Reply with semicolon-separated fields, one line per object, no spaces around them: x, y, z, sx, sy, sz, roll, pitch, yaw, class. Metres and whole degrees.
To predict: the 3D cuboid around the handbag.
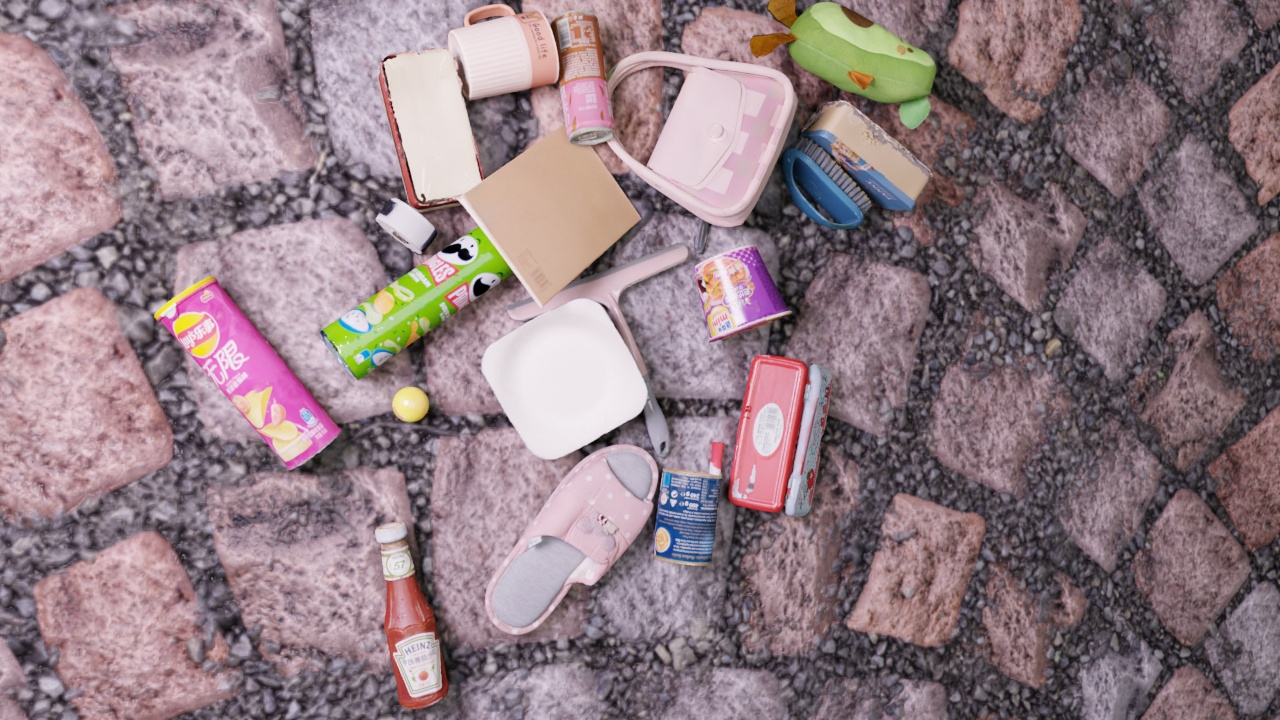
0.059;-0.289;1.131;0.234;0.093;0.193;24;88;-1;handbag

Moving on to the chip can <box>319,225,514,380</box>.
-0.241;-0.070;1.031;0.235;0.072;0.072;-37;102;-15;chip can

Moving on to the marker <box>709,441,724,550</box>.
0.093;0.178;1.183;0.017;0.017;0.145;7;88;-20;marker

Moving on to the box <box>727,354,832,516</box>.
0.189;0.099;1.206;0.119;0.098;0.201;10;88;12;box

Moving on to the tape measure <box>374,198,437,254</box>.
-0.261;-0.150;1.025;0.065;0.066;0.033;37;80;-17;tape measure

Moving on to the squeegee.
-0.007;0.007;1.134;0.247;0.040;0.249;-23;99;-18;squeegee

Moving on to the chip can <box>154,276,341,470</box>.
-0.410;0.015;0.970;0.071;0.071;0.210;-40;103;-15;chip can

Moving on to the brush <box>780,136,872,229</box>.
0.238;-0.224;1.210;0.144;0.055;0.073;41;77;-16;brush

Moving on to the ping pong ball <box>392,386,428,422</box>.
-0.261;0.050;1.041;0.040;0.040;0.040;0;91;-20;ping pong ball

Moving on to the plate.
-0.089;0.021;1.090;0.163;0.034;0.164;-28;103;0;plate

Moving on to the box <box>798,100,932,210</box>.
0.302;-0.266;1.213;0.184;0.090;0.060;36;91;-15;box

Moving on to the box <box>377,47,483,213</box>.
-0.231;-0.259;1.029;0.091;0.076;0.168;-15;96;-18;box

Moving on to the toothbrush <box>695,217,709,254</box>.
0.091;-0.225;1.179;0.015;0.018;0.181;11;88;-23;toothbrush

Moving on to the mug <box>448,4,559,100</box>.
-0.164;-0.362;1.057;0.105;0.082;0.114;-19;70;-17;mug

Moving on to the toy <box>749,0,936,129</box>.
0.266;-0.393;1.169;0.247;0.090;0.226;22;42;-2;toy

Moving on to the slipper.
-0.078;0.213;1.102;0.274;0.054;0.114;-47;104;-13;slipper

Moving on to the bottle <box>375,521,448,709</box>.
-0.262;0.285;1.033;0.059;0.060;0.206;-12;95;-20;bottle

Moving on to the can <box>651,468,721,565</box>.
0.058;0.192;1.140;0.075;0.075;0.111;8;87;-20;can

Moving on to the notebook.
-0.097;-0.176;1.067;0.149;0.012;0.210;54;49;-14;notebook

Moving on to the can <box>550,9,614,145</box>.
-0.068;-0.335;1.089;0.057;0.058;0.147;-7;87;-20;can

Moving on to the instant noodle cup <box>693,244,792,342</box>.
0.120;-0.085;1.147;0.111;0.112;0.099;-21;89;-19;instant noodle cup
